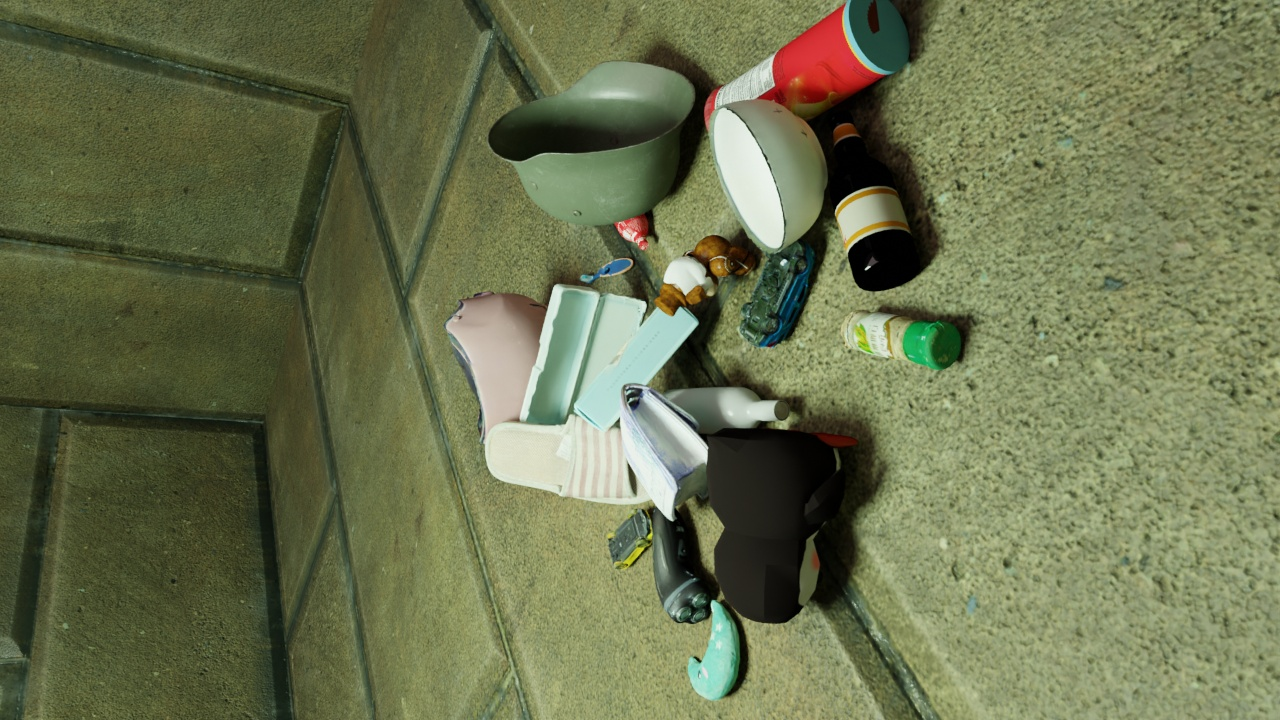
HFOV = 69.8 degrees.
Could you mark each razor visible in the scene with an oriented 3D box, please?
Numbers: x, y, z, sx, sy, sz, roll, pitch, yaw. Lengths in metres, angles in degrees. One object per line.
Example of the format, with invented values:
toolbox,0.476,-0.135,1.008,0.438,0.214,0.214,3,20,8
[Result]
razor,0.045,0.231,1.058,0.064,0.053,0.140,-34,54,37

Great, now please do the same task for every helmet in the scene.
helmet,-0.173,0.002,1.322,0.255,0.152,0.230,57,-166,-86
helmet,-0.059,-0.259,1.176,0.154,0.268,0.226,81,-159,-43

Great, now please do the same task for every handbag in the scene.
handbag,0.026,0.097,1.016,0.126,0.069,0.159,54,168,19

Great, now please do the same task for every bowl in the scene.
bowl,0.133,-0.190,0.906,0.153,0.073,0.153,155,91,-82

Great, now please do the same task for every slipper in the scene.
slipper,-0.084,0.122,1.153,0.263,0.052,0.115,3,96,22

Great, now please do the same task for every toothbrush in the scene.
toothbrush,-0.050,-0.127,1.309,0.135,0.017,0.021,-11,77,57

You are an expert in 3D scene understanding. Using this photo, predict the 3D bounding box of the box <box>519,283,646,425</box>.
box,-0.079,0.000,1.219,0.044,0.136,0.197,42,120,56

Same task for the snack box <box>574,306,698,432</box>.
snack box,-0.006,0.006,1.083,0.174,0.053,0.075,-48,-1,-5

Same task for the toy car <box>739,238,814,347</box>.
toy car,0.145,-0.071,0.959,0.056,0.043,0.120,43,118,53

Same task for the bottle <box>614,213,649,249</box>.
bottle,-0.018,-0.197,1.247,0.042,0.041,0.141,-60,39,33

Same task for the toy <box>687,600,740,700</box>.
toy,0.079,0.326,1.005,0.085,0.033,0.105,-117,42,-57

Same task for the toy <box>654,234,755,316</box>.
toy,0.065,-0.095,1.030,0.112,0.067,0.087,-50,30,-12

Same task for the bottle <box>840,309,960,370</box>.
bottle,0.229,-0.021,0.815,0.111,0.043,0.043,19,100,58

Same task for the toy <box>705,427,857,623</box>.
toy,0.114,0.156,0.872,0.159,0.140,0.184,0,85,58

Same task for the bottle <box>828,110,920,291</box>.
bottle,0.208,-0.156,0.857,0.059,0.059,0.181,-40,51,48

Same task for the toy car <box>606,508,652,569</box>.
toy car,-0.011,0.227,1.168,0.107,0.030,0.049,-53,42,43

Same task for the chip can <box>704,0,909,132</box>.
chip can,0.162,-0.283,0.932,0.214,0.087,0.087,-20,68,55

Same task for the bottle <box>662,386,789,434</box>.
bottle,0.092,0.055,1.012,0.196,0.052,0.052,-5,80,58
